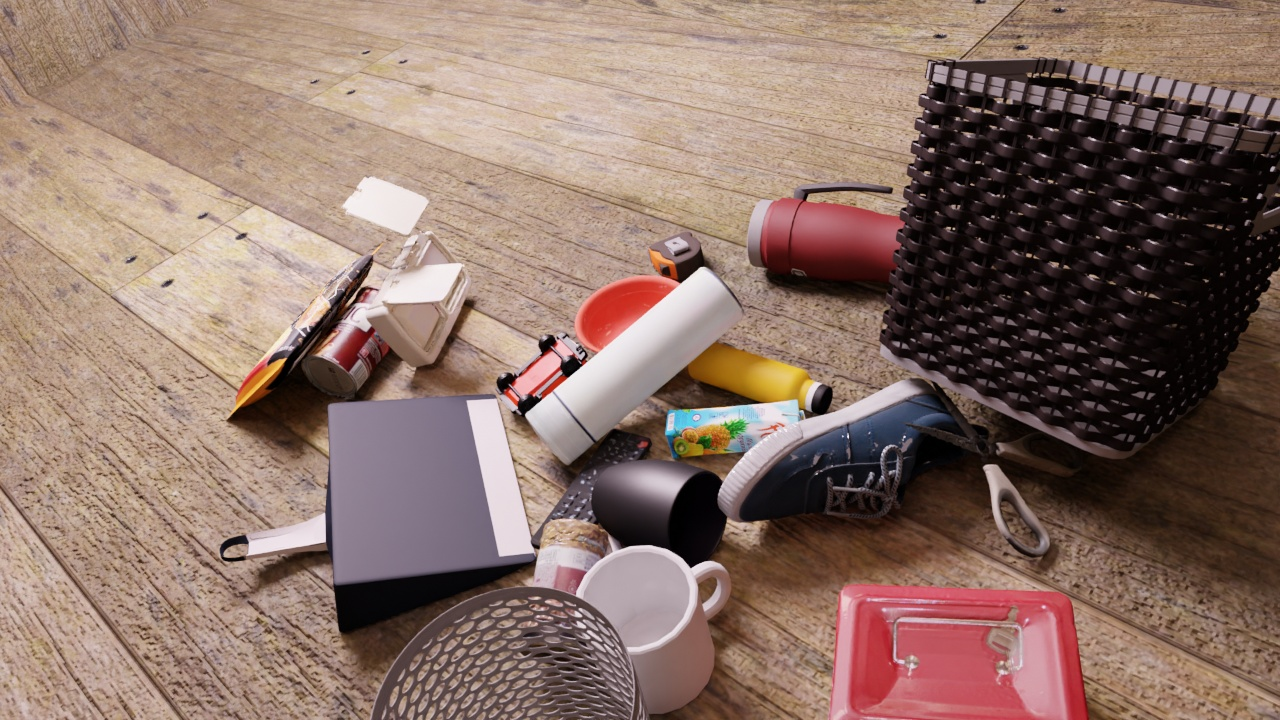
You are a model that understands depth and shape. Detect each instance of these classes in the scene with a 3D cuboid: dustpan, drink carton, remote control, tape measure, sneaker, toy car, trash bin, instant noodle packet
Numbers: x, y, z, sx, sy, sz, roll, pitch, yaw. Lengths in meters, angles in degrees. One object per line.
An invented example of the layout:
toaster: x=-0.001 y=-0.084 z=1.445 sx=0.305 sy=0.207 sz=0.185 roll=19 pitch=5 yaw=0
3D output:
dustpan: x=-0.258 y=0.144 z=0.879 sx=0.272 sy=0.080 sz=0.236 roll=-3 pitch=38 yaw=-18
drink carton: x=0.089 y=0.065 z=0.857 sx=0.129 sy=0.044 sz=0.038 roll=-5 pitch=43 yaw=13
remote control: x=-0.042 y=0.124 z=0.849 sx=0.047 sy=0.022 sz=0.149 roll=13 pitch=47 yaw=29
tape measure: x=0.044 y=-0.124 z=1.079 sx=0.058 sy=0.038 sz=0.058 roll=-21 pitch=42 yaw=-6
sneaker: x=0.180 y=0.092 z=0.773 sx=0.235 sy=0.089 sz=0.087 roll=-23 pitch=47 yaw=-15
toy car: x=-0.099 y=0.018 z=0.958 sx=0.100 sy=0.049 sz=0.051 roll=-43 pitch=53 yaw=-8
trash bin: x=-0.062 y=0.261 z=0.581 sx=0.156 sy=0.183 sz=0.156 roll=-8 pitch=42 yaw=8
instant noodle packet: x=-0.390 y=-0.036 z=1.069 sx=0.160 sy=0.032 sz=0.220 roll=-29 pitch=26 yaw=43

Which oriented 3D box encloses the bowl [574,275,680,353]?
bowl: x=-0.003 y=-0.034 z=0.990 sx=0.130 sy=0.045 sz=0.130 roll=-8 pitch=42 yaw=8

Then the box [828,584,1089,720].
box: x=0.207 y=0.221 z=0.609 sx=0.158 sy=0.087 sz=0.128 roll=-1 pitch=43 yaw=21

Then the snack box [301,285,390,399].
snack box: x=-0.325 y=-0.022 z=1.053 sx=0.072 sy=0.072 sz=0.121 roll=7 pitch=46 yaw=23

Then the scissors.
scissors: x=0.295 y=0.085 z=0.751 sx=0.171 sy=0.013 sz=0.157 roll=1 pitch=60 yaw=-16

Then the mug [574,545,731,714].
mug: x=0.018 y=0.197 z=0.698 sx=0.121 sy=0.090 sz=0.091 roll=-29 pitch=43 yaw=-15

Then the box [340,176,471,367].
box: x=-0.241 y=-0.106 z=1.015 sx=0.105 sy=0.187 sz=0.143 roll=-11 pitch=45 yaw=28

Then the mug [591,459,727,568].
mug: x=0.006 y=0.141 z=0.782 sx=0.100 sy=0.085 sz=0.118 roll=9 pitch=76 yaw=41

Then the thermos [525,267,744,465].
thermos: x=-0.005 y=0.005 z=0.892 sx=0.230 sy=0.068 sz=0.068 roll=-41 pitch=45 yaw=-4

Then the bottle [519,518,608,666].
bottle: x=-0.061 y=0.187 z=0.742 sx=0.056 sy=0.056 sz=0.105 roll=-1 pitch=56 yaw=15

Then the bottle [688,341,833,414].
bottle: x=0.117 y=0.018 z=0.899 sx=0.144 sy=0.043 sz=0.043 roll=19 pitch=52 yaw=33

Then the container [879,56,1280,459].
container: x=0.365 y=-0.099 z=0.750 sx=0.246 sy=0.244 sz=0.246 roll=-17 pitch=35 yaw=-40

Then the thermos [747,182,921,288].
thermos: x=0.223 y=-0.139 z=0.994 sx=0.199 sy=0.108 sz=0.083 roll=11 pitch=11 yaw=24
